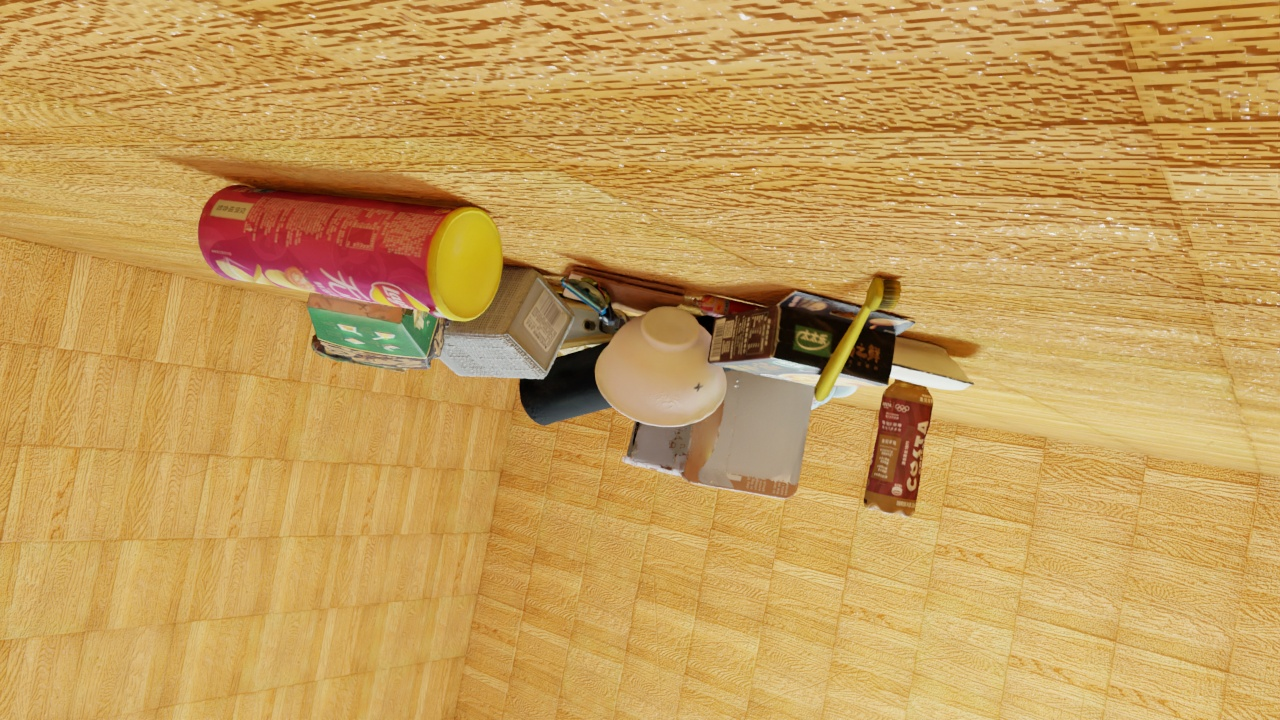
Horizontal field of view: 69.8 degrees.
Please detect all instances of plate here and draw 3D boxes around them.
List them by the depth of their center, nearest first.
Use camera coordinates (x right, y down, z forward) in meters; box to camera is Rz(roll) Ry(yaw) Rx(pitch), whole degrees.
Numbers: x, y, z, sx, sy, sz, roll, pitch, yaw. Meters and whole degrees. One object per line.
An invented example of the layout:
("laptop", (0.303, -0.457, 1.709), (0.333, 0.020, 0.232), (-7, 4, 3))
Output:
("plate", (0.235, -0.002, 0.882), (0.164, 0.034, 0.164), (10, 177, 15))

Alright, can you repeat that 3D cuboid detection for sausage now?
("sausage", (0.116, -0.036, 0.800), (0.155, 0.020, 0.020), (11, 178, -21))

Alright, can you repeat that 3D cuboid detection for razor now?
("razor", (-0.034, -0.049, 0.785), (0.042, 0.022, 0.142), (38, 179, 9))

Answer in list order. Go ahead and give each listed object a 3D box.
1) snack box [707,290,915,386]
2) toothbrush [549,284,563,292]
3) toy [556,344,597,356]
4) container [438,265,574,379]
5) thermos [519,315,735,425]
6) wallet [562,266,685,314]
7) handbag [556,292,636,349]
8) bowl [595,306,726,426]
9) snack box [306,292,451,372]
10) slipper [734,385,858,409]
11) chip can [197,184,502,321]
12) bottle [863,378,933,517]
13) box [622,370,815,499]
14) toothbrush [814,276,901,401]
("snack box", (0.134, -0.013, 0.738), (0.113, 0.053, 0.126), (12, 174, -22))
("toothbrush", (-0.114, -0.076, 0.931), (0.192, 0.016, 0.018), (9, -174, 28))
("toy", (-0.080, -0.032, 1.169), (0.157, 0.066, 0.105), (20, 142, 25))
("container", (-0.136, -0.037, 0.872), (0.114, 0.090, 0.090), (5, 150, 37))
("thermos", (-0.006, 0.006, 0.945), (0.243, 0.068, 0.089), (-16, -165, 29))
("wallet", (-0.017, -0.061, 0.820), (0.101, 0.020, 0.115), (12, 175, -8))
("handbag", (-0.081, -0.050, 1.037), (0.178, 0.063, 0.164), (-4, -172, -40))
("bowl", (0.022, -0.007, 0.796), (0.118, 0.118, 0.065), (11, 134, 3))
("snack box", (-0.226, -0.062, 0.784), (0.117, 0.118, 0.106), (10, 166, 0))
("slipper", (0.170, 0.038, 1.161), (0.245, 0.074, 0.104), (-2, 160, -18))
("chip can", (-0.198, -0.076, 0.617), (0.211, 0.071, 0.071), (10, 178, 26))
("bottle", (0.297, 0.087, 1.045), (0.057, 0.175, 0.057), (11, 178, 0))
("box", (0.096, 0.048, 1.025), (0.193, 0.183, 0.156), (14, 179, 3))
("toothbrush", (0.145, -0.009, 0.630), (0.016, 0.015, 0.190), (3, 158, 0))
